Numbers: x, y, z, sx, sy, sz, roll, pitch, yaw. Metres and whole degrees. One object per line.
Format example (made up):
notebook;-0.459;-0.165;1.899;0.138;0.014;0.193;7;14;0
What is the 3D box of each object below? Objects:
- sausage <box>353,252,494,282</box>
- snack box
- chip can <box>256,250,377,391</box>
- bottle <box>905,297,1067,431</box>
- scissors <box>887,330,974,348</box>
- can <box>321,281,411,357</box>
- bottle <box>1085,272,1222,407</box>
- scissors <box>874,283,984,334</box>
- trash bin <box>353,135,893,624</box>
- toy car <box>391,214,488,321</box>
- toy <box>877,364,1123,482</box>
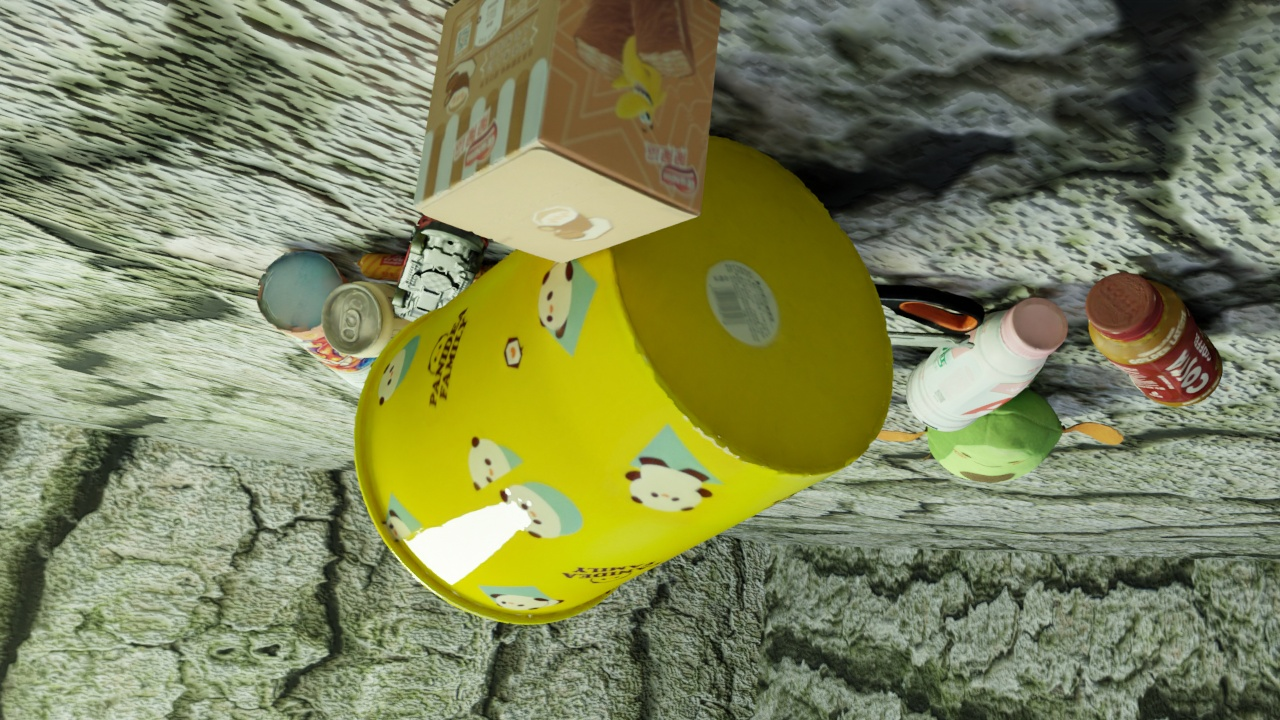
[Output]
sausage;-0.141;-0.066;0.712;0.165;0.021;0.021;6;166;1
snack box;-0.030;-0.102;0.370;0.077;0.094;0.093;17;162;-38
chip can;-0.268;-0.029;0.821;0.071;0.071;0.215;6;165;1
bottle;0.268;0.004;0.717;0.068;0.068;0.197;7;164;0
scissors;0.125;-0.026;0.670;0.194;0.015;0.207;22;160;-24
can;-0.197;-0.032;0.738;0.059;0.058;0.116;1;-178;20
bottle;0.347;-0.014;0.623;0.058;0.057;0.174;-6;162;40
scissors;0.146;-0.051;0.650;0.224;0.021;0.221;7;162;5
trash bin;-0.011;0.017;0.536;0.229;0.229;0.256;15;149;-32
toy car;-0.143;-0.067;0.653;0.053;0.045;0.121;17;148;-18
toy;0.347;0.072;0.905;0.227;0.090;0.246;-6;166;20
